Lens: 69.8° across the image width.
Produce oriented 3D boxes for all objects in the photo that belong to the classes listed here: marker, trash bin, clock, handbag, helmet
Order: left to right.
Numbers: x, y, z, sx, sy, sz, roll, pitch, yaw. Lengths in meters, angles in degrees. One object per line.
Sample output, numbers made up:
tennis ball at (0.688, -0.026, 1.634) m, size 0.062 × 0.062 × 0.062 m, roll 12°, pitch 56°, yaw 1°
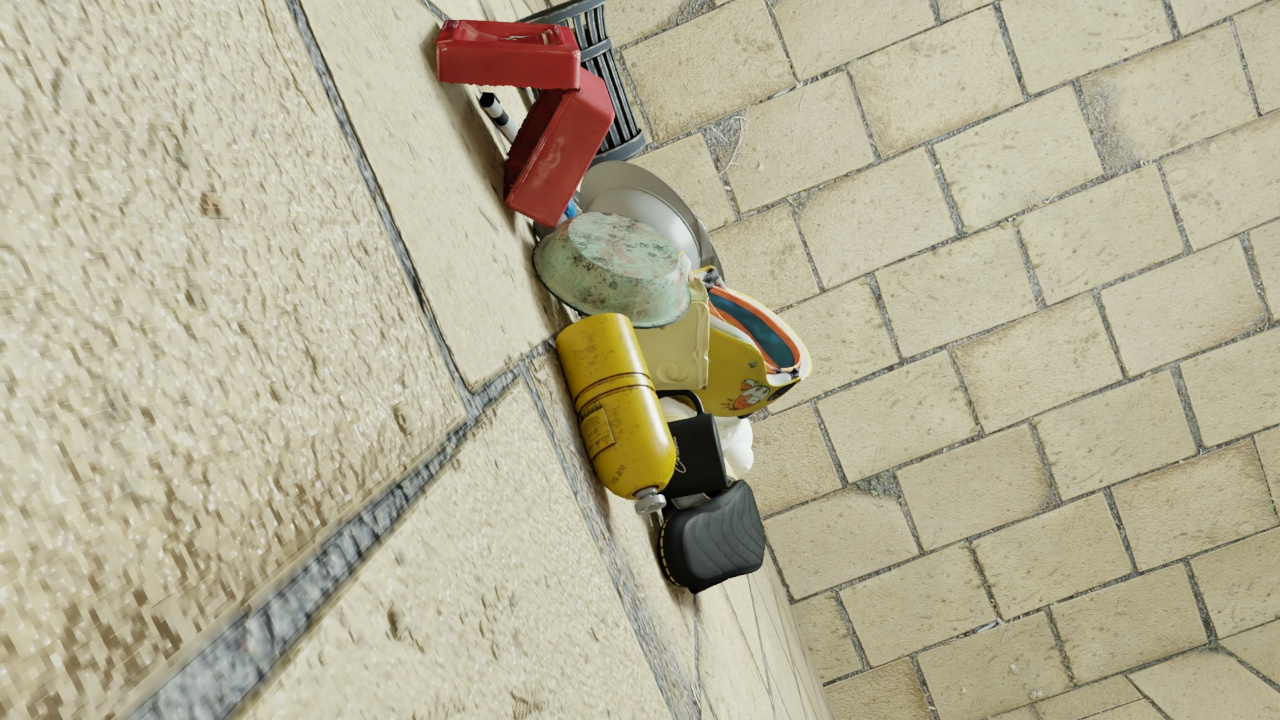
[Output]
marker at (-0.143, -0.252, 0.983) m, size 0.140 × 0.016 × 0.016 m, roll 38°, pitch 30°, yaw -79°
trash bin at (-0.091, -0.397, 1.340) m, size 0.164 × 0.164 × 0.227 m, roll -99°, pitch 170°, yaw -65°
helmet at (-0.006, -0.133, 1.261) m, size 0.271 × 0.184 × 0.117 m, roll 53°, pitch 45°, yaw -19°
handbag at (0.013, -0.024, 0.932) m, size 0.081 × 0.119 × 0.111 m, roll -104°, pitch -169°, yaw -71°
clock at (0.097, 0.106, 1.346) m, size 0.160 × 0.125 × 0.073 m, roll -99°, pitch 167°, yaw -44°
helmet at (0.093, -0.009, 1.145) m, size 0.239 × 0.140 × 0.209 m, roll 18°, pitch 31°, yaw -51°

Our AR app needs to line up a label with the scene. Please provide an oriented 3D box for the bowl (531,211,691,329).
bowl at (-0.021, -0.094, 0.862) m, size 0.157 × 0.157 × 0.039 m, roll -106°, pitch -150°, yaw -47°

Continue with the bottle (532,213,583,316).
bottle at (-0.075, -0.097, 0.926) m, size 0.036 × 0.036 × 0.110 m, roll 7°, pitch 61°, yaw -84°

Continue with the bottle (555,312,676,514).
bottle at (-0.017, 0.048, 0.765) m, size 0.071 × 0.071 × 0.163 m, roll 56°, pitch 14°, yaw -65°

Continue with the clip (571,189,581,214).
clip at (-0.066, -0.209, 1.386) m, size 0.143 × 0.072 × 0.124 m, roll 73°, pitch -3°, yaw -54°

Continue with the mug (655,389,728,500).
mug at (0.037, 0.084, 0.949) m, size 0.078 × 0.088 × 0.113 m, roll 54°, pitch 25°, yaw -75°

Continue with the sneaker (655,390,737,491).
sneaker at (0.045, 0.110, 1.103) m, size 0.102 × 0.089 × 0.241 m, roll 61°, pitch 4°, yaw 38°

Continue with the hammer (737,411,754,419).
hammer at (0.076, -0.054, 1.370) m, size 0.333 × 0.118 × 0.025 m, roll 54°, pitch 5°, yaw 25°

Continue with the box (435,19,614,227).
box at (-0.101, -0.220, 0.848) m, size 0.157 × 0.154 × 0.169 m, roll -101°, pitch -171°, yaw -62°

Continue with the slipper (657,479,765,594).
slipper at (0.070, 0.190, 1.002) m, size 0.267 × 0.076 × 0.113 m, roll -5°, pitch 79°, yaw -65°

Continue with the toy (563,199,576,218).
toy at (-0.049, -0.106, 1.032) m, size 0.176 × 0.112 × 0.071 m, roll 45°, pitch -11°, yaw -16°
